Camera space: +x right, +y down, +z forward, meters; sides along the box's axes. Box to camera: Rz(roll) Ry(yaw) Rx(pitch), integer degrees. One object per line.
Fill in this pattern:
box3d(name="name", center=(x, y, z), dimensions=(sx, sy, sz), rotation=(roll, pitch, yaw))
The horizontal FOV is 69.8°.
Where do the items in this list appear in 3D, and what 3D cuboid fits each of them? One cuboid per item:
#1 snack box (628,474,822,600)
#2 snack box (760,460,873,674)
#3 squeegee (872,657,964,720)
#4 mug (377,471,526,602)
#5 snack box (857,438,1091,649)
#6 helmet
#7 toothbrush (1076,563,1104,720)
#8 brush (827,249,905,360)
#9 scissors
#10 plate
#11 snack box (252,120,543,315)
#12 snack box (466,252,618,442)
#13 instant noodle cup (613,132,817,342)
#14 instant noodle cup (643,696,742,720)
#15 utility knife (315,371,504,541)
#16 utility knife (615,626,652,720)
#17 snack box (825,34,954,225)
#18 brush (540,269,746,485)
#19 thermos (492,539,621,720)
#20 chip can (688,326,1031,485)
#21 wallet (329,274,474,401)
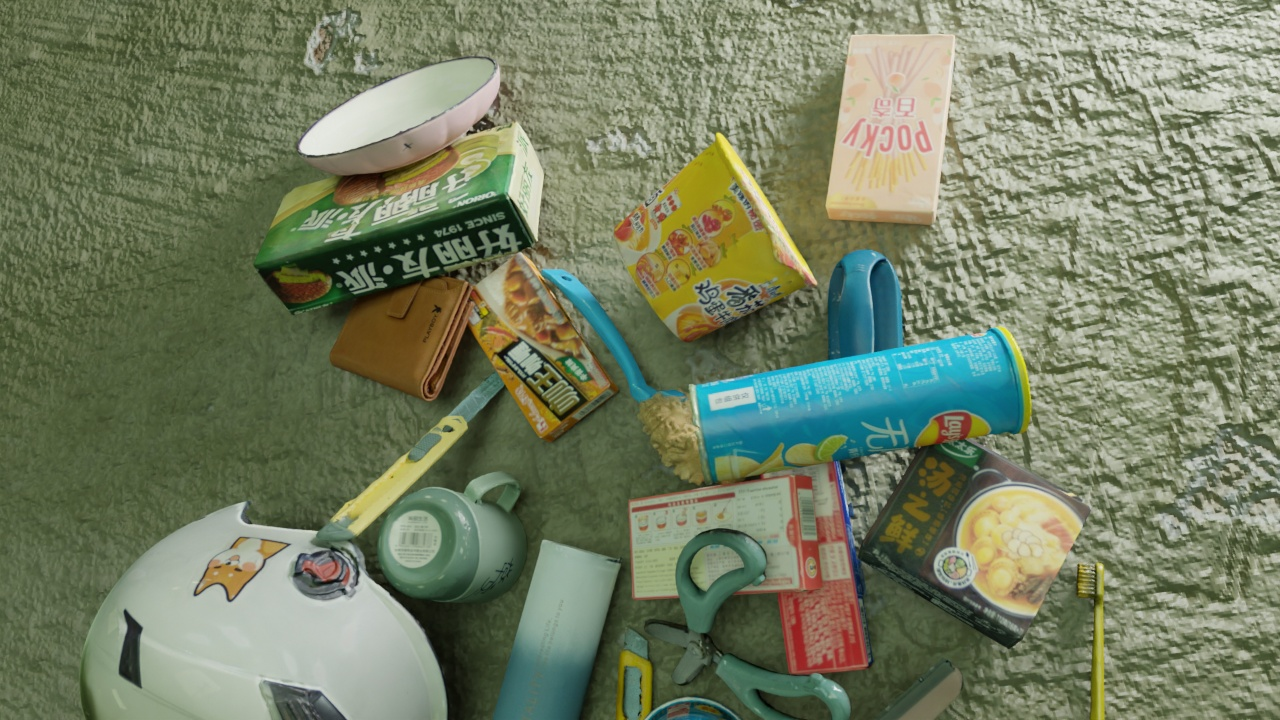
box3d(name="snack box", center=(0.055, 0.130, 0.659), dimensions=(0.156, 0.027, 0.077), rotation=(-16, 71, 42))
box3d(name="snack box", center=(0.124, 0.117, 0.665), dimensions=(0.058, 0.057, 0.207), rotation=(-11, 73, 16))
box3d(name="squeegee", center=(0.199, 0.359, 0.587), dimensions=(0.249, 0.040, 0.248), rotation=(47, 107, 16))
box3d(name="mug", center=(-0.137, 0.133, 0.710), dimensions=(0.082, 0.106, 0.111), rotation=(35, 86, 23))
box3d(name="snack box", center=(0.229, 0.110, 0.624), dimensions=(0.113, 0.053, 0.125), rotation=(30, 73, 20))
box3d(name="helmet", center=(-0.291, 0.238, 0.660), dimensions=(0.274, 0.156, 0.230), rotation=(25, 113, 21))
box3d(name="toothbrush", center=(0.297, 0.230, 0.605), dimensions=(0.017, 0.015, 0.190), rotation=(1, 76, 21))
box3d(name="brush", center=(0.166, -0.015, 0.680), dimensions=(0.055, 0.073, 0.143), rotation=(-4, 75, 24))
box3d(name="scissors", center=(0.062, 0.178, 0.624), dimensions=(0.170, 0.019, 0.181), rotation=(8, 117, 41))
box3d(name="plate", center=(-0.211, -0.214, 0.824), dimensions=(0.192, 0.039, 0.192), rotation=(-15, 34, 10))
box3d(name="snack box", center=(-0.207, -0.124, 0.803), dimensions=(0.240, 0.063, 0.114), rotation=(-13, 43, 13))
box3d(name="snack box", center=(-0.090, -0.013, 0.779), dimensions=(0.075, 0.026, 0.153), rotation=(-37, 68, 5))
box3d(name="instant noodle cup", center=(0.053, -0.087, 0.706), dimensions=(0.110, 0.138, 0.138), rotation=(-32, 69, 14))
box3d(name="instant noodle cup", center=(0.035, 0.279, 0.610), dimensions=(0.099, 0.110, 0.099), rotation=(-1, 74, 5))
box3d(name="utility knife", center=(-0.170, 0.072, 0.725), dimensions=(0.031, 0.022, 0.211), rotation=(22, 40, 20))
box3d(name="utility knife", center=(-0.009, 0.286, 0.679), dimensions=(0.033, 0.015, 0.170), rotation=(-1, 75, 13))
box3d(name="snack box", center=(0.203, -0.188, 0.742), dimensions=(0.084, 0.026, 0.157), rotation=(6, 77, 18))
box3d(name="brush", center=(-0.004, 0.004, 0.732), dimensions=(0.254, 0.083, 0.046), rotation=(50, 126, 29))
box3d(name="thermos", center=(-0.072, 0.247, 0.681), dimensions=(0.070, 0.070, 0.220), rotation=(11, 78, 19))
box3d(name="chip can", center=(0.141, 0.032, 0.611), dimensions=(0.210, 0.071, 0.071), rotation=(-11, 72, 6))
box3d(name="wallet", center=(-0.207, -0.029, 0.800), dimensions=(0.132, 0.031, 0.107), rotation=(16, 80, 36))
